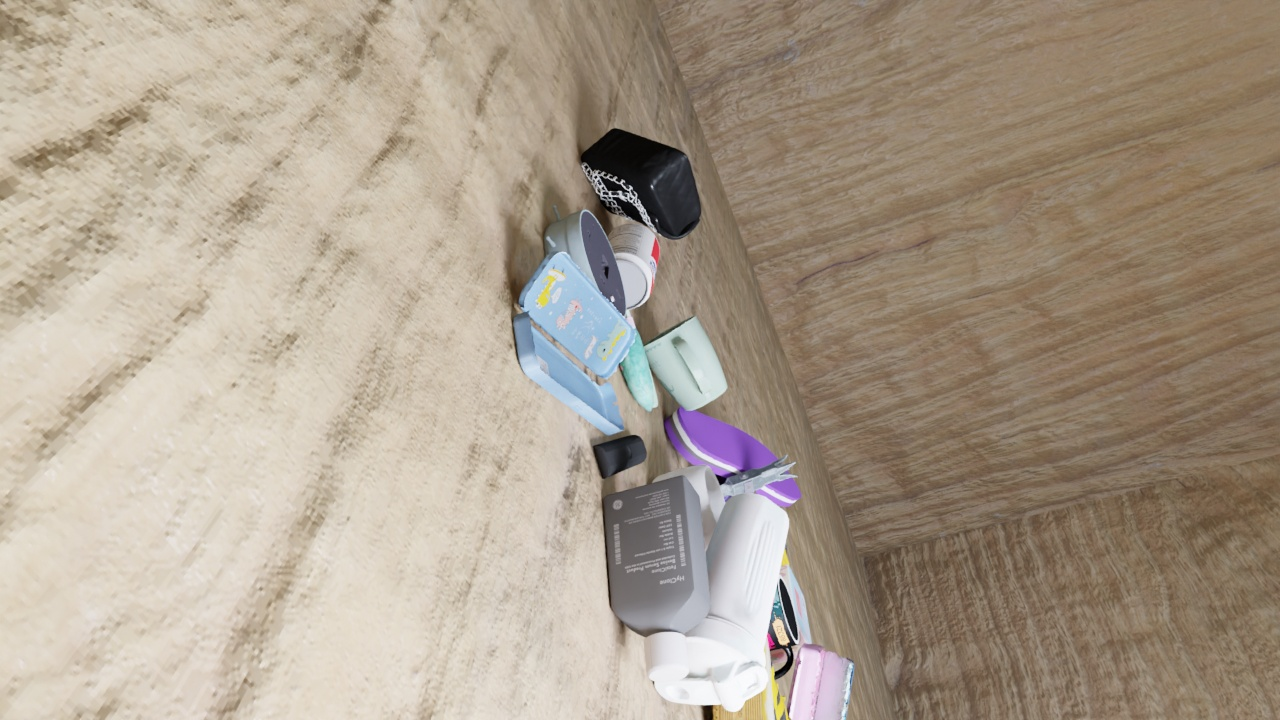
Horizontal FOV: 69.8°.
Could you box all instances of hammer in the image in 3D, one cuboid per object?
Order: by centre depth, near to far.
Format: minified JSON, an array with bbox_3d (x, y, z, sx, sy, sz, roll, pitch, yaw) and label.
[{"bbox_3d":[0.158,0.289,1.260,0.028,0.147,0.317,-132,-153,-61],"label":"hammer"}]

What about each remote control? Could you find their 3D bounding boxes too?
[{"bbox_3d":[-0.020,0.096,0.937,0.146,0.015,0.033,1,71,-76],"label":"remote control"}]

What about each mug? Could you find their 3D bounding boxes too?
[{"bbox_3d":[0.055,0.163,1.038,0.115,0.068,0.094,-80,149,-63],"label":"mug"},{"bbox_3d":[0.133,0.321,1.079,0.081,0.098,0.118,-19,91,-76],"label":"mug"},{"bbox_3d":[0.061,0.007,1.166,0.104,0.084,0.111,60,-4,-4],"label":"mug"}]

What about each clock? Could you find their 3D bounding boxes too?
[{"bbox_3d":[-0.053,-0.085,0.976,0.122,0.045,0.159,-88,157,-55],"label":"clock"}]

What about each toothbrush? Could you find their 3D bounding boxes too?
[{"bbox_3d":[-0.002,-0.014,1.151,0.022,0.015,0.154,126,-49,-69],"label":"toothbrush"}]

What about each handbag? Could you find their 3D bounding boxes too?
[{"bbox_3d":[-0.007,-0.210,1.175,0.154,0.114,0.125,28,-24,43],"label":"handbag"}]

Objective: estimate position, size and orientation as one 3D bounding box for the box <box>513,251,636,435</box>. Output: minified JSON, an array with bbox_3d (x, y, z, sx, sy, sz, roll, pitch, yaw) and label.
[{"bbox_3d":[-0.060,-0.011,0.867,0.209,0.043,0.124,46,48,-62],"label":"box"}]

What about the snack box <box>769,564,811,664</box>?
[{"bbox_3d":[0.165,0.335,1.199,0.092,0.095,0.079,-88,156,-53],"label":"snack box"}]

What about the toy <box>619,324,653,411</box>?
[{"bbox_3d":[-0.006,0.006,1.077,0.085,0.033,0.105,65,10,-75],"label":"toy"}]

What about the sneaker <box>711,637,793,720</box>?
[{"bbox_3d":[0.120,0.365,0.994,0.122,0.086,0.238,48,31,-46],"label":"sneaker"}]

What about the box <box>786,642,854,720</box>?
[{"bbox_3d":[0.198,0.448,1.055,0.084,0.071,0.230,36,64,-69],"label":"box"}]

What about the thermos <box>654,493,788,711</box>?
[{"bbox_3d":[0.091,0.231,0.898,0.099,0.099,0.219,64,34,-31],"label":"thermos"}]

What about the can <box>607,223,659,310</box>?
[{"bbox_3d":[-0.016,-0.113,1.102,0.131,0.070,0.070,-79,148,-64],"label":"can"}]

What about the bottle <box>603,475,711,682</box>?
[{"bbox_3d":[0.017,0.195,0.816,0.046,0.084,0.173,57,22,-48],"label":"bottle"}]

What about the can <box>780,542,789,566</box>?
[{"bbox_3d":[0.176,0.258,1.395,0.101,0.072,0.131,-36,108,-78],"label":"can"}]

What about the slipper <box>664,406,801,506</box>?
[{"bbox_3d":[0.109,0.151,1.269,0.266,0.084,0.107,29,27,-44],"label":"slipper"}]
